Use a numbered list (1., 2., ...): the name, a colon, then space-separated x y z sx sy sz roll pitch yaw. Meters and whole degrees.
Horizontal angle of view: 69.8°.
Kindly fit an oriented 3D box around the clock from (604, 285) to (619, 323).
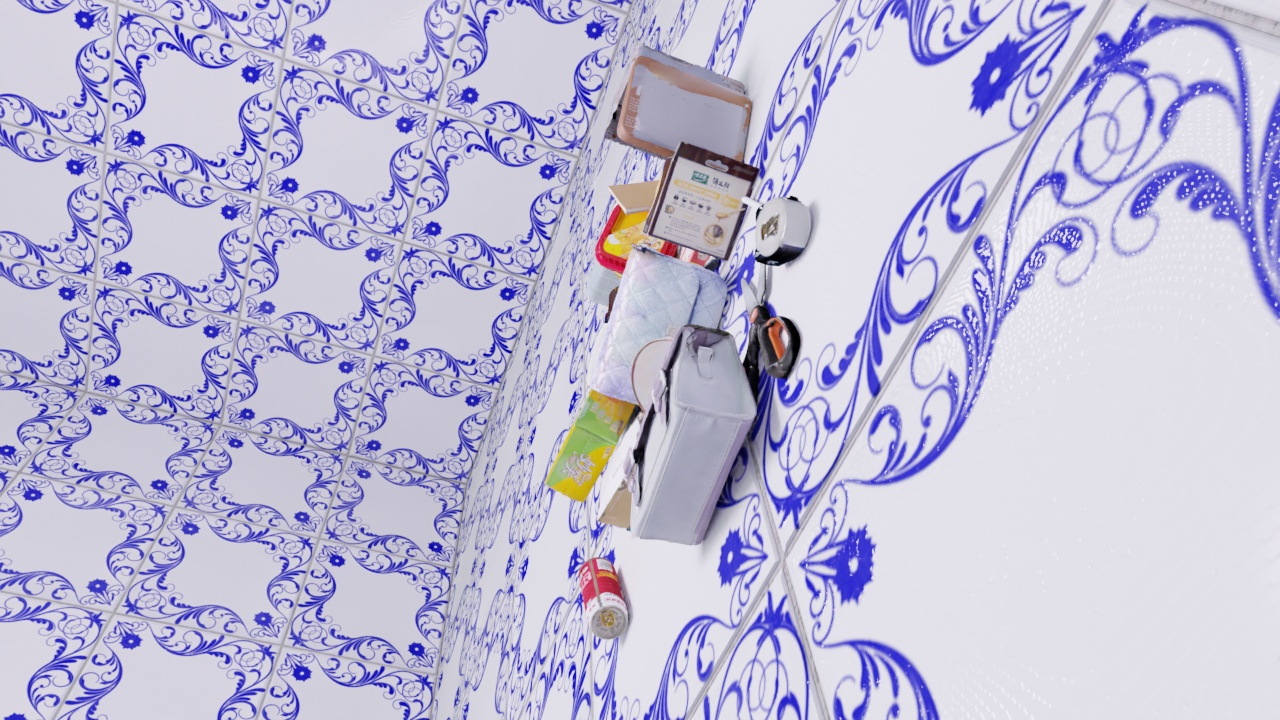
1. clock: -0.012 -0.065 1.354 0.122 0.082 0.055 96 176 -61

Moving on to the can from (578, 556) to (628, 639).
1. can: -0.050 0.316 1.227 0.132 0.053 0.053 -122 50 -72

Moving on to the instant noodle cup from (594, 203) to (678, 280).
1. instant noodle cup: 0.005 -0.164 1.396 0.124 0.116 0.116 66 -133 -70

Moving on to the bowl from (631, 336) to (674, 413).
1. bowl: 0.051 0.022 1.095 0.062 0.113 0.114 -24 -33 -48

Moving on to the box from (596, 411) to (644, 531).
1. box: -0.008 0.156 1.237 0.185 0.059 0.089 117 164 -46

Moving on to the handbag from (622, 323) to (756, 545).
1. handbag: 0.045 0.079 0.982 0.144 0.098 0.197 -88 13 -52

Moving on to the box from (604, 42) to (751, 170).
1. box: 0.050 -0.326 1.301 0.157 0.183 0.192 123 162 -52

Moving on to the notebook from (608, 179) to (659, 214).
1. notebook: 0.038 -0.245 1.341 0.211 0.149 0.012 -113 14 -69

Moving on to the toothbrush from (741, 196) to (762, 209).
1. toothbrush: 0.148 -0.181 1.081 0.016 0.016 0.180 -63 16 11

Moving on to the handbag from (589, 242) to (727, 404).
1. handbag: 0.025 -0.038 1.161 0.075 0.134 0.194 -141 66 -76

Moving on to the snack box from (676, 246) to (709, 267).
1. snack box: 0.066 -0.129 1.329 0.075 0.025 0.153 -99 27 -58

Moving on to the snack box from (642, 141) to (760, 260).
1. snack box: 0.077 -0.205 1.182 0.053 0.113 0.126 -125 53 -73

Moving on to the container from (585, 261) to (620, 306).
1. container: -0.030 -0.153 1.527 0.090 0.090 0.112 -90 21 -61

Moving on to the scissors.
1. scissors: 0.122 -0.026 0.989 0.221 0.021 0.211 -129 55 -73

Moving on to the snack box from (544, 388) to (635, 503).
1. snack box: -0.058 0.087 1.380 0.158 0.070 0.209 -62 2 43

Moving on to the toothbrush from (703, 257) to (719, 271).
1. toothbrush: 0.043 -0.086 1.272 0.182 0.015 0.018 -40 23 31

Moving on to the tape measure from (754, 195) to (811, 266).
1. tape measure: 0.148 -0.138 0.964 0.066 0.033 0.065 153 120 -62

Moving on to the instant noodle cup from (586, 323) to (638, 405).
1. instant noodle cup: -0.008 0.007 1.280 0.118 0.114 0.118 -165 91 -78
